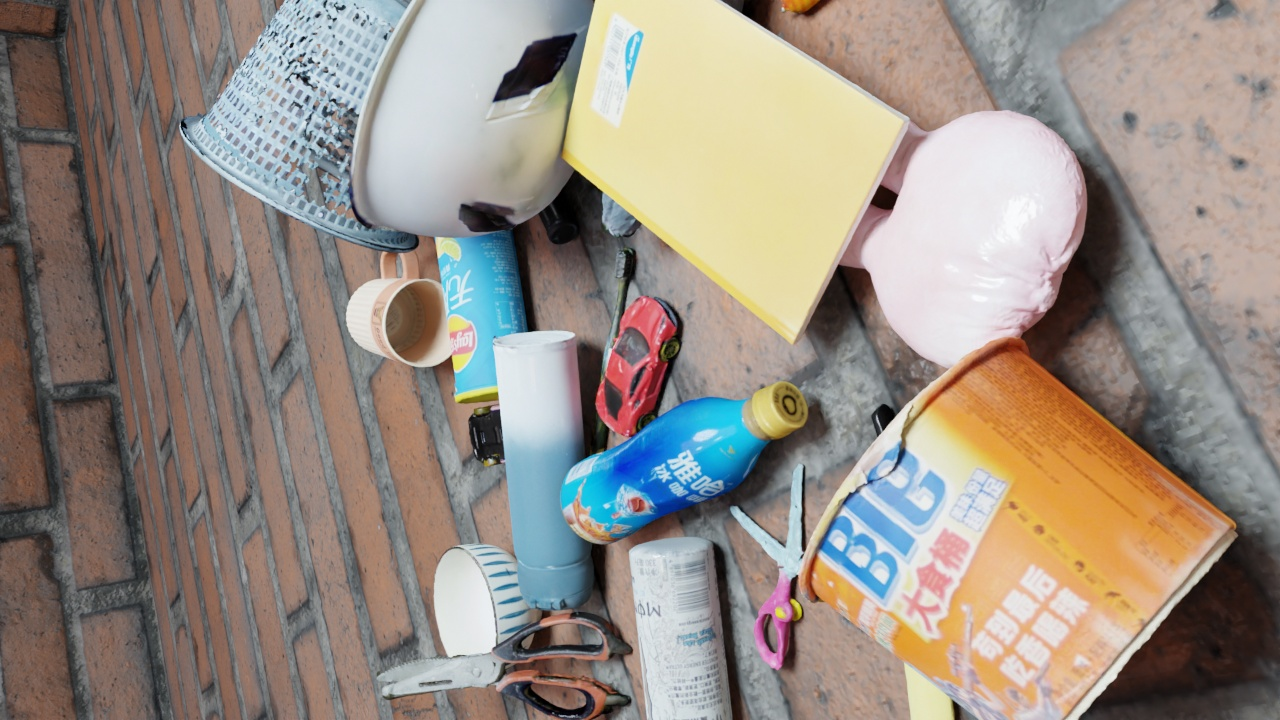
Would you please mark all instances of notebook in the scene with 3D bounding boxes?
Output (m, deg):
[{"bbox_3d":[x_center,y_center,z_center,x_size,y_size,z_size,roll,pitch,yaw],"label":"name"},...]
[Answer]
[{"bbox_3d":[0.037,-0.123,0.514,0.206,0.010,0.146,42,135,24],"label":"notebook"}]

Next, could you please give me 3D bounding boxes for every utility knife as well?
[{"bbox_3d":[0.156,0.198,0.496,0.031,0.018,0.162,-4,89,56],"label":"utility knife"}]

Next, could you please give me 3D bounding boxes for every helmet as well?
[{"bbox_3d":[-0.102,-0.186,0.646,0.258,0.146,0.230,-91,21,-55],"label":"helmet"}]

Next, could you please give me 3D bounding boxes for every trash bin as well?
[{"bbox_3d":[-0.258,-0.237,0.822,0.226,0.226,0.195,44,107,40],"label":"trash bin"}]

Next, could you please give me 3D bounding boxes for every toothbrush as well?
[{"bbox_3d":[-0.025,0.005,0.701,0.012,0.017,0.186,13,107,12],"label":"toothbrush"},{"bbox_3d":[-0.101,-0.185,0.771,0.027,0.026,0.212,-37,62,22],"label":"toothbrush"}]

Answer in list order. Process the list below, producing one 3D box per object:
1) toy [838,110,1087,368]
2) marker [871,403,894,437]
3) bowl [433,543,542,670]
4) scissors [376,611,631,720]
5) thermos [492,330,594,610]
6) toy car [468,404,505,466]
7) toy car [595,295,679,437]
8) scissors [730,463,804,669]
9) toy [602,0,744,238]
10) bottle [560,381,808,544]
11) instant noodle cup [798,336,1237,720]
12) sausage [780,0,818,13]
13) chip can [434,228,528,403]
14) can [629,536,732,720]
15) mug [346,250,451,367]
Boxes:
[{"bbox_3d":[0.145,-0.069,0.452,0.159,0.054,0.121,51,131,50],"label":"toy"},{"bbox_3d":[0.149,0.082,0.491,0.015,0.018,0.124,-32,68,46],"label":"marker"},{"bbox_3d":[-0.129,0.218,0.815,0.117,0.066,0.116,5,96,51],"label":"bowl"},{"bbox_3d":[-0.113,0.263,0.745,0.193,0.015,0.207,40,105,5],"label":"scissors"},{"bbox_3d":[-0.073,0.088,0.715,0.070,0.070,0.220,11,109,50],"label":"thermos"},{"bbox_3d":[-0.102,0.060,0.790,0.123,0.037,0.056,-11,91,39],"label":"toy car"},{"bbox_3d":[-0.004,0.004,0.665,0.049,0.031,0.106,41,122,40],"label":"toy car"},{"bbox_3d":[0.098,0.130,0.564,0.136,0.017,0.133,11,99,53],"label":"scissors"},{"bbox_3d":[0.014,-0.255,0.569,0.138,0.091,0.356,13,102,61],"label":"toy"},{"bbox_3d":[0.025,0.066,0.608,0.219,0.065,0.065,-34,68,47],"label":"bottle"},{"bbox_3d":[0.158,0.081,0.386,0.111,0.151,0.152,41,124,31],"label":"instant noodle cup"},{"bbox_3d":[0.130,-0.232,0.478,0.166,0.021,0.021,-28,72,49],"label":"sausage"},{"bbox_3d":[-0.139,-0.071,0.792,0.071,0.071,0.210,-17,80,51],"label":"chip can"},{"bbox_3d":[0.028,0.196,0.622,0.058,0.058,0.146,-8,87,51],"label":"can"},{"bbox_3d":[-0.236,-0.055,0.905,0.106,0.081,0.114,10,107,52],"label":"mug"}]
